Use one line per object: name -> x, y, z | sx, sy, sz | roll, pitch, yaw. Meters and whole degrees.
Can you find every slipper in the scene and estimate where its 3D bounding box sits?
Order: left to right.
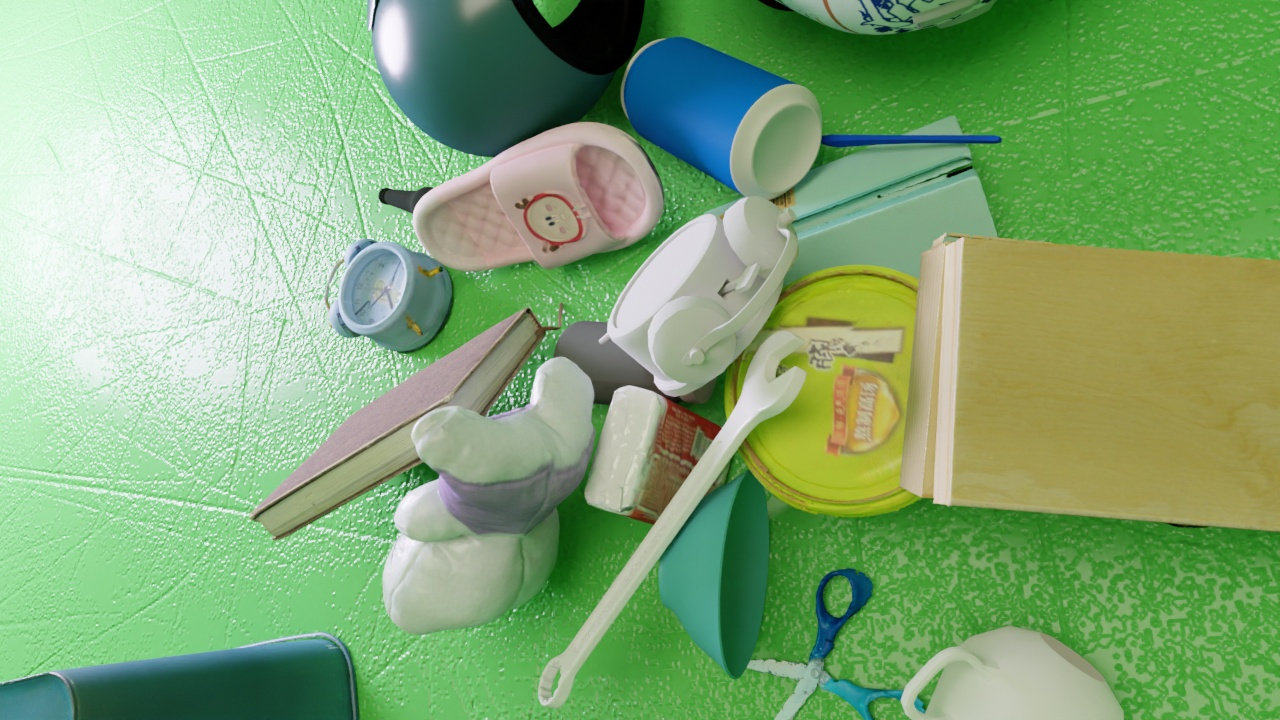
slipper -> -0.081, -0.110, 0.695 | 0.222, 0.107, 0.055 | -10, 42, 30

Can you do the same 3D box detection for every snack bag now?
snack bag -> 0.016, 0.067, 0.587 | 0.036, 0.116, 0.077 | 10, 79, 34

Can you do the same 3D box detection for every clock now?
clock -> -0.220, -0.057, 0.781 | 0.125, 0.051, 0.088 | 12, 83, 29
clock -> 0.040, -0.035, 0.536 | 0.119, 0.061, 0.159 | -56, 19, -16

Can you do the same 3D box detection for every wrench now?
wrench -> 0.013, 0.099, 0.529 | 0.274, 0.009, 0.047 | -57, 24, 15

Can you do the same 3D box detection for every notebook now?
notebook -> -0.167, 0.035, 0.686 | 0.216, 0.189, 0.034 | -28, 106, 28

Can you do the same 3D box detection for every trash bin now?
trash bin -> -0.348, 0.299, 0.647 | 0.199, 0.218, 0.196 | -17, 68, 21

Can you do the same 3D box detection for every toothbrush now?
toothbrush -> 0.150, -0.146, 0.613 | 0.187, 0.016, 0.011 | 16, 91, 45

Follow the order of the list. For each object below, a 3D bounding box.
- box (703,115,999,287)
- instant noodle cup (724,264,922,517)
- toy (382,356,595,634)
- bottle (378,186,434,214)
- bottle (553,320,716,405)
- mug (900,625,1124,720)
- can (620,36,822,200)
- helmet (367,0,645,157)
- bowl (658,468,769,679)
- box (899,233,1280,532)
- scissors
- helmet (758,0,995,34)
box -> 0.136, -0.082, 0.618 | 0.188, 0.078, 0.112 | -20, 38, 19
instant noodle cup -> 0.132, 0.024, 0.549 | 0.146, 0.097, 0.146 | -8, 72, 25
toy -> -0.090, 0.096, 0.584 | 0.085, 0.137, 0.210 | 45, 137, 21
bottle -> -0.180, -0.133, 0.793 | 0.123, 0.033, 0.033 | 16, 83, 30
bottle -> -0.004, 0.004, 0.647 | 0.109, 0.060, 0.060 | 5, 78, 28
mug -> 0.186, 0.175, 0.466 | 0.076, 0.124, 0.090 | -58, 23, 10
can -> 0.054, -0.173, 0.644 | 0.079, 0.079, 0.146 | -53, 48, 4
helmet -> -0.114, -0.289, 0.723 | 0.201, 0.176, 0.274 | -14, 60, 40
bowl -> 0.041, 0.124, 0.549 | 0.046, 0.121, 0.121 | 2, 76, 20
box -> 0.260, 0.015, 0.427 | 0.249, 0.092, 0.128 | 6, 93, 2
scissors -> 0.111, 0.184, 0.564 | 0.128, 0.014, 0.127 | -3, 78, 31
helmet -> 0.155, -0.320, 0.559 | 0.315, 0.231, 0.235 | -22, 69, 15
